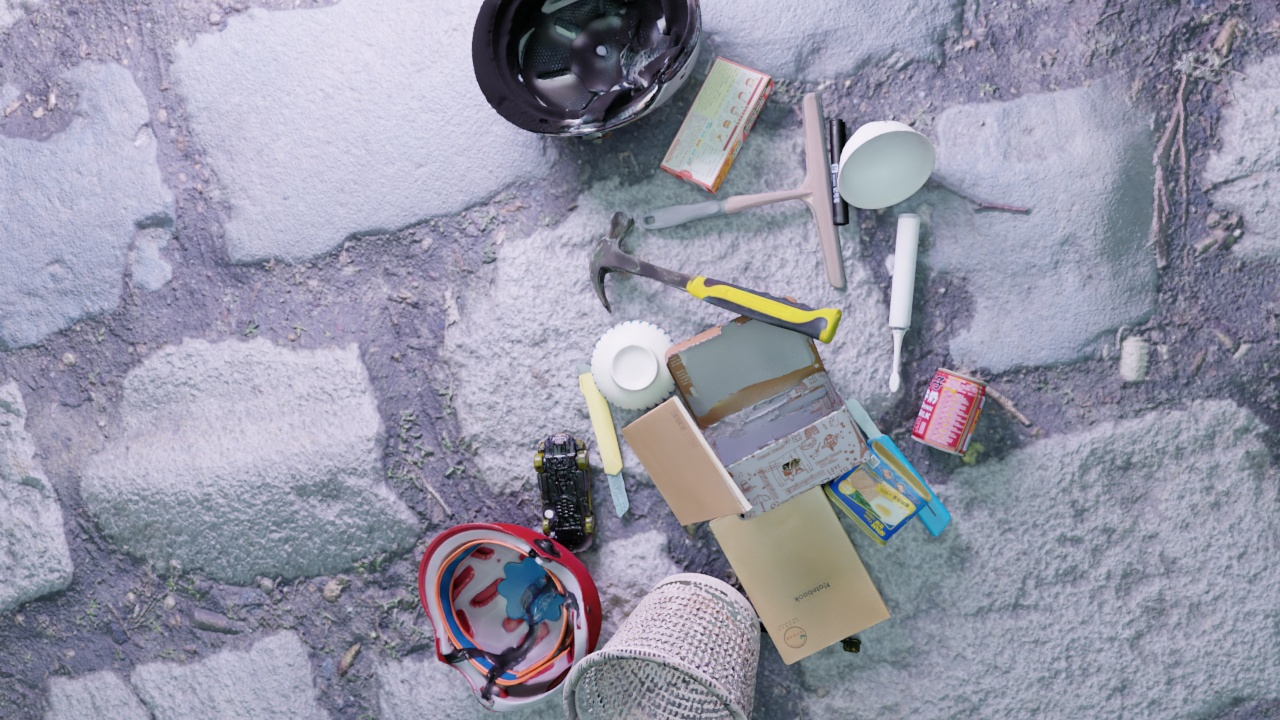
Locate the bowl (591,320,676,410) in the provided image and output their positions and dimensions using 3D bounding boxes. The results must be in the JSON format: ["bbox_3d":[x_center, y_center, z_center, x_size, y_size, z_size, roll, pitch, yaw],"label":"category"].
[{"bbox_3d":[-0.007,0.007,1.158,0.116,0.066,0.116,0,91,3],"label":"bowl"}]

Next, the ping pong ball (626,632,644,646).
[{"bbox_3d":[-0.014,0.367,1.191,0.040,0.040,0.040,0,92,7],"label":"ping pong ball"}]

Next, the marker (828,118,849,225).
[{"bbox_3d":[0.247,-0.233,1.141,0.022,0.020,0.132,-2,89,-23],"label":"marker"}]

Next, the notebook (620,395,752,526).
[{"bbox_3d":[0.047,0.127,1.098,0.012,0.212,0.149,-32,87,-22],"label":"notebook"}]

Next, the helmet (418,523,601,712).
[{"bbox_3d":[-0.153,0.305,1.158,0.240,0.143,0.207,46,105,14],"label":"helmet"}]

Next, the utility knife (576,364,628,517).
[{"bbox_3d":[-0.047,0.103,1.195,0.031,0.021,0.206,-15,84,8],"label":"utility knife"}]

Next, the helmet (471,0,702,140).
[{"bbox_3d":[-0.050,-0.382,1.107,0.274,0.156,0.230,-21,91,18],"label":"helmet"}]

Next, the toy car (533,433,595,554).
[{"bbox_3d":[-0.097,0.174,1.193,0.070,0.042,0.158,-3,96,7],"label":"toy car"}]

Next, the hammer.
[{"bbox_3d":[0.080,-0.082,1.103,0.324,0.032,0.126,20,77,23],"label":"hammer"}]

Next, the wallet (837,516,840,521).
[{"bbox_3d":[0.213,0.255,1.163,0.090,0.033,0.115,-6,93,10],"label":"wallet"}]

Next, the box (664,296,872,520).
[{"bbox_3d":[0.147,0.046,1.094,0.183,0.156,0.193,-28,110,6],"label":"box"}]

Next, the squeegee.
[{"bbox_3d":[0.119,-0.194,1.152,0.250,0.040,0.247,-9,92,8],"label":"squeegee"}]

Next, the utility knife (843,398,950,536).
[{"bbox_3d":[0.319,0.129,1.151,0.034,0.018,0.204,-37,86,8],"label":"utility knife"}]

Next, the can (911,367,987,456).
[{"bbox_3d":[0.376,0.062,1.115,0.066,0.066,0.094,19,95,6],"label":"can"}]

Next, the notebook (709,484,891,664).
[{"bbox_3d":[0.198,0.260,1.145,0.148,0.008,0.207,-28,91,9],"label":"notebook"}]

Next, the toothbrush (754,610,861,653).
[{"bbox_3d":[0.176,0.340,1.173,0.213,0.027,0.026,12,132,7],"label":"toothbrush"}]

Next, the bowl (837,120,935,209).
[{"bbox_3d":[0.287,-0.248,1.108,0.118,0.118,0.064,-18,51,8],"label":"bowl"}]

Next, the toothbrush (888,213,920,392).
[{"bbox_3d":[0.324,-0.070,1.136,0.027,0.026,0.221,6,93,33],"label":"toothbrush"}]

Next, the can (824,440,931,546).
[{"bbox_3d":[0.292,0.161,1.126,0.102,0.057,0.083,45,108,7],"label":"can"}]

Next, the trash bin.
[{"bbox_3d":[0.049,0.367,1.087,0.228,0.191,0.228,10,120,18],"label":"trash bin"}]

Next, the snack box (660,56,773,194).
[{"bbox_3d":[0.095,-0.293,1.141,0.077,0.027,0.156,29,91,21],"label":"snack box"}]
